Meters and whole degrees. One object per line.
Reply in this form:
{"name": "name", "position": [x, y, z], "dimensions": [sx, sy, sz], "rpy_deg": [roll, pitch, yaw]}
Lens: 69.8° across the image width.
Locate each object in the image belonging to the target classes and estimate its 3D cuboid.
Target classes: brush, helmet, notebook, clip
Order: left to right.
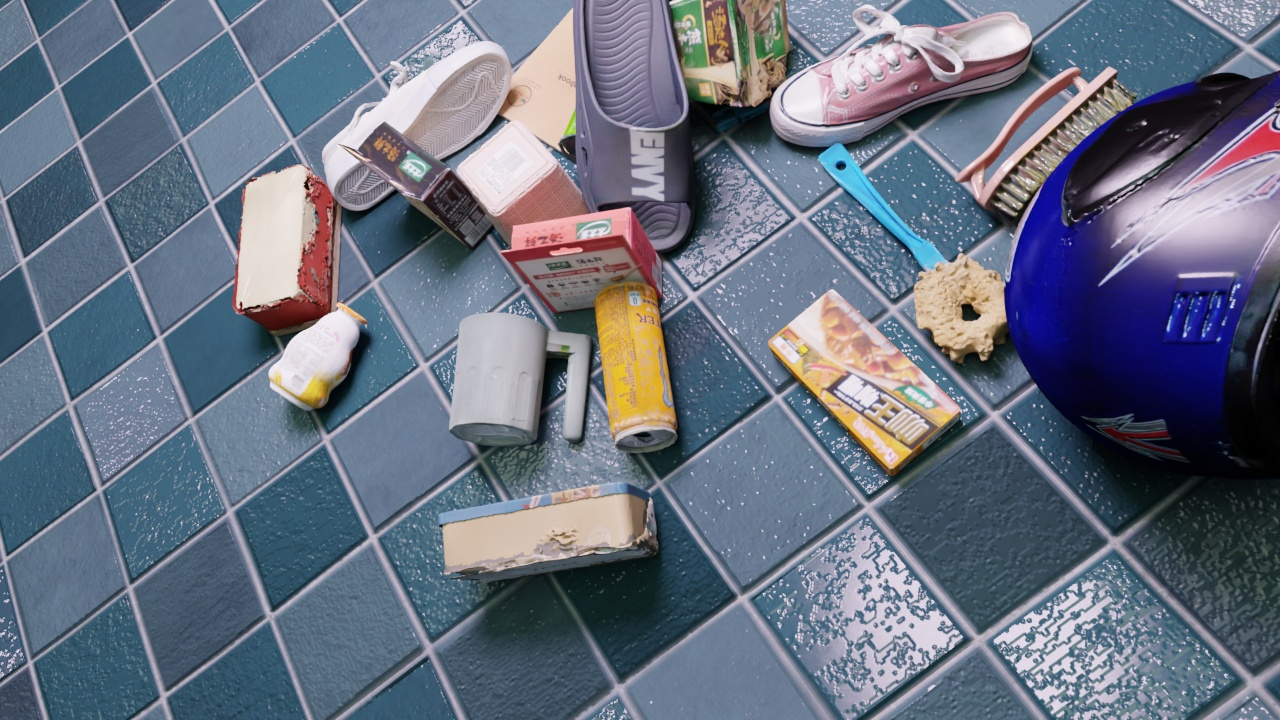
{"name": "notebook", "position": [-0.051, -0.322, 0.993], "dimensions": [0.148, 0.008, 0.207], "rpy_deg": [36, 83, 27]}
{"name": "clip", "position": [0.099, -0.246, 0.908], "dimensions": [0.056, 0.014, 0.043], "rpy_deg": [-26, 62, 8]}
{"name": "brush", "position": [0.232, -0.102, 0.794], "dimensions": [0.083, 0.046, 0.254], "rpy_deg": [-35, 58, 7]}
{"name": "brush", "position": [0.339, -0.182, 0.775], "dimensions": [0.145, 0.063, 0.073], "rpy_deg": [-42, 66, 0]}
{"name": "helmet", "position": [0.395, -0.077, 0.610], "dimensions": [0.315, 0.247, 0.240], "rpy_deg": [-45, 28, 0]}

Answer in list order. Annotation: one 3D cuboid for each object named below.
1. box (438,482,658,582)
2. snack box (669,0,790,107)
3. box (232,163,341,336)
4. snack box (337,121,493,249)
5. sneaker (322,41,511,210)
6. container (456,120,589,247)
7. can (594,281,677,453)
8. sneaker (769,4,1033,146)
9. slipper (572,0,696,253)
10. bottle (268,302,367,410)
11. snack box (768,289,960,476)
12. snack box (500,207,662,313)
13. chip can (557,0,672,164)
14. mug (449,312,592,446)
{"name": "box", "position": [-0.082, 0.146, 0.764], "dimensions": [0.184, 0.090, 0.059], "rpy_deg": [-10, 72, 13]}
{"name": "snack box", "position": [0.070, -0.307, 0.876], "dimensions": [0.106, 0.118, 0.118], "rpy_deg": [6, 32, 30]}
{"name": "box", "position": [-0.378, -0.122, 0.978], "dimensions": [0.091, 0.080, 0.168], "rpy_deg": [-13, 66, 14]}
{"name": "snack box", "position": [-0.221, -0.178, 0.923], "dimensions": [0.113, 0.125, 0.053], "rpy_deg": [37, 83, 27]}
{"name": "sneaker", "position": [-0.246, -0.268, 0.997], "dimensions": [0.242, 0.089, 0.090], "rpy_deg": [-36, 57, 9]}
{"name": "container", "position": [-0.110, -0.159, 0.886], "dimensions": [0.090, 0.111, 0.090], "rpy_deg": [-40, 62, -1]}
{"name": "can", "position": [-0.005, 0.005, 0.813], "dimensions": [0.058, 0.058, 0.145], "rpy_deg": [-14, 65, 12]}
{"name": "sneaker", "position": [0.232, -0.270, 0.831], "dimensions": [0.241, 0.088, 0.118], "rpy_deg": [-14, 65, 12]}
{"name": "slipper", "position": [-0.009, -0.225, 0.823], "dimensions": [0.110, 0.083, 0.268], "rpy_deg": [-7, 104, -1]}
{"name": "bottle", "position": [-0.320, -0.005, 0.919], "dimensions": [0.063, 0.063, 0.108], "rpy_deg": [29, 80, 26]}
{"name": "snack box", "position": [0.184, 0.016, 0.764], "dimensions": [0.075, 0.026, 0.153], "rpy_deg": [-40, 62, 0]}
{"name": "snack box", "position": [-0.050, -0.094, 0.831], "dimensions": [0.113, 0.127, 0.044], "rpy_deg": [-6, 66, 15]}
{"name": "chip can", "position": [-0.008, -0.305, 0.927], "dimensions": [0.072, 0.072, 0.235], "rpy_deg": [15, 75, 23]}
{"name": "mug", "position": [-0.109, 0.021, 0.837], "dimensions": [0.124, 0.084, 0.103], "rpy_deg": [6, 69, -6]}
